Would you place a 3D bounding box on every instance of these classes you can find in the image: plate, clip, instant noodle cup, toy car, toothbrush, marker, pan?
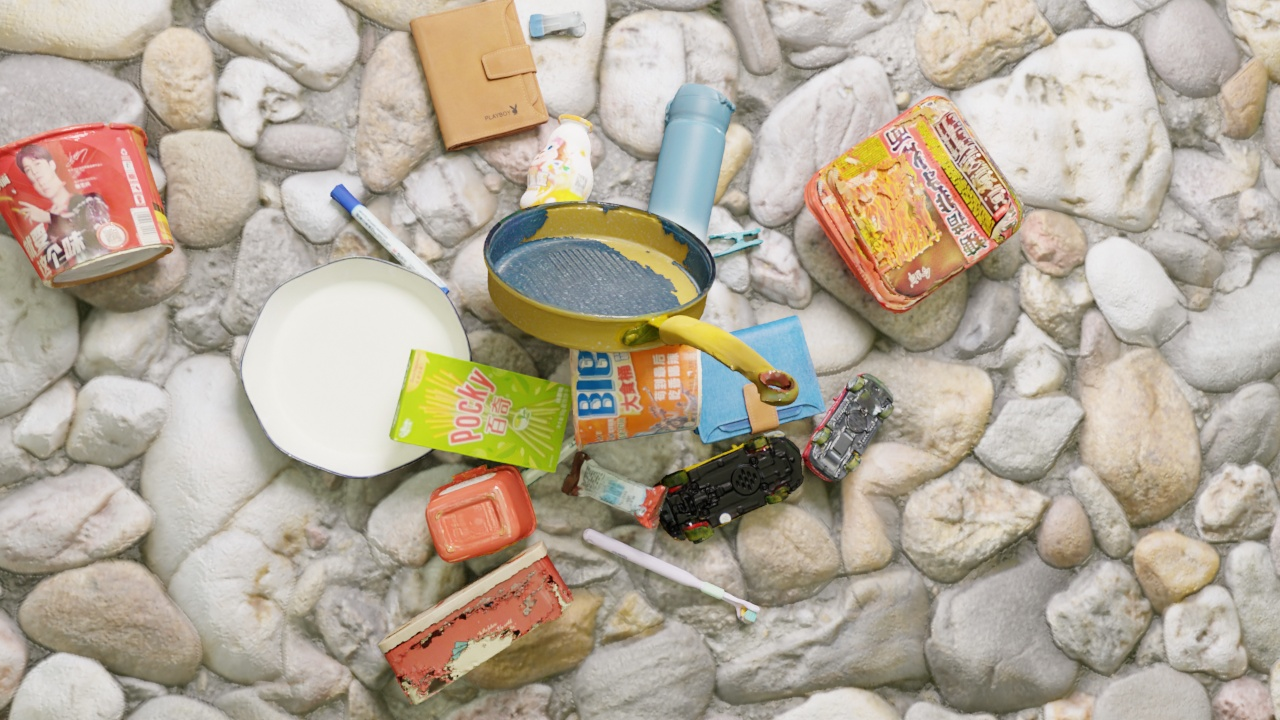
[{"bbox_3d":[-0.261,0.007,0.861,0.205,0.045,0.205,0,87,-8],"label":"plate"},{"bbox_3d":[-0.083,-0.337,0.921,0.057,0.028,0.024,-4,85,2],"label":"clip"},{"bbox_3d":[-0.005,0.005,0.834,0.111,0.151,0.151,-3,87,-1],"label":"instant noodle cup"},{"bbox_3d":[0.086,0.124,0.899,0.156,0.041,0.071,-24,90,-3],"label":"toy car"},{"bbox_3d":[-0.047,0.066,0.901,0.191,0.018,0.016,-37,92,-6],"label":"toothbrush"},{"bbox_3d":[0.205,0.066,0.916,0.053,0.045,0.120,42,70,-6],"label":"toy car"},{"bbox_3d":[0.029,0.210,0.900,0.189,0.029,0.021,26,43,-3],"label":"toothbrush"},{"bbox_3d":[-0.241,-0.114,0.885,0.146,0.017,0.017,44,82,-3],"label":"marker"},{"bbox_3d":[-0.484,-0.131,0.801,0.138,0.138,0.108,-22,96,-8],"label":"instant noodle cup"},{"bbox_3d":[0.097,-0.121,0.930,0.056,0.014,0.041,-15,89,-8],"label":"clip"},{"bbox_3d":[0.267,-0.151,0.921,0.188,0.079,0.164,-34,91,-9],"label":"instant noodle cup"},{"bbox_3d":[0.005,-0.047,0.723,0.197,0.357,0.078,-13,131,-27],"label":"pan"}]

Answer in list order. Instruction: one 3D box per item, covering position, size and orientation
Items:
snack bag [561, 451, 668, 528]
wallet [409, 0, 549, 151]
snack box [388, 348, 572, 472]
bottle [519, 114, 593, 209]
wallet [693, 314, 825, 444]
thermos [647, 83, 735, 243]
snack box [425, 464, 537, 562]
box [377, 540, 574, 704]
[{"bbox_3d":[-0.025,0.125,0.882,0.105,0.026,0.045,20,91,18],"label":"snack bag"},{"bbox_3d":[-0.157,-0.281,0.900,0.107,0.031,0.132,-16,90,-6],"label":"wallet"},{"bbox_3d":[-0.144,0.048,0.846,0.156,0.026,0.085,15,86,-24],"label":"snack box"},{"bbox_3d":[-0.076,-0.180,0.887,0.063,0.063,0.108,15,85,-6],"label":"bottle"},{"bbox_3d":[0.108,0.020,0.913,0.133,0.040,0.106,-14,84,-6],"label":"wallet"},{"bbox_3d":[0.040,-0.161,0.902,0.070,0.070,0.220,12,84,-7],"label":"thermos"},{"bbox_3d":[-0.150,0.142,0.845,0.091,0.080,0.082,-20,89,0],"label":"snack box"},{"bbox_3d":[-0.143,0.243,0.839,0.168,0.091,0.078,-31,87,-8],"label":"box"}]
